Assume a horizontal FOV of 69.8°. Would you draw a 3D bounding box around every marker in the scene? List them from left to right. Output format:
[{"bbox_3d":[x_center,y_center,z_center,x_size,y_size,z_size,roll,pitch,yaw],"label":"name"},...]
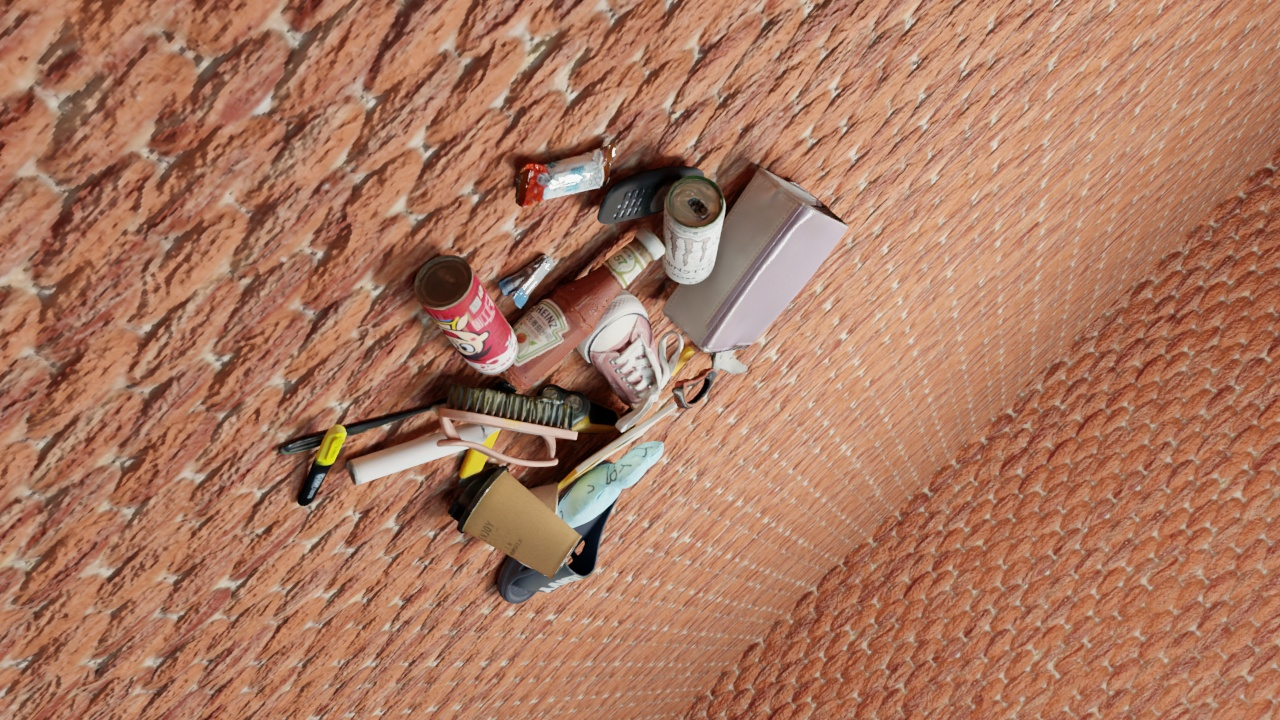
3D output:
[{"bbox_3d":[-0.300,0.102,0.860,0.018,0.015,0.124,-4,143,-41],"label":"marker"},{"bbox_3d":[0.025,0.028,1.196,0.124,0.015,0.018,-49,151,17],"label":"marker"}]

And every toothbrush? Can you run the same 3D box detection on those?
[{"bbox_3d":[-0.256,0.064,0.879,0.180,0.018,0.016,-15,149,-39],"label":"toothbrush"},{"bbox_3d":[-0.192,0.082,0.951,0.220,0.027,0.026,-17,101,-29],"label":"toothbrush"}]

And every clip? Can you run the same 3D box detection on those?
[{"bbox_3d":[-0.106,-0.079,0.869,0.058,0.044,0.027,-44,152,-9],"label":"clip"}]

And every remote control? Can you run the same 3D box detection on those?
[{"bbox_3d":[0.007,-0.163,0.886,0.136,0.024,0.053,-21,151,-40],"label":"remote control"}]

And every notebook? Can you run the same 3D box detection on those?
[{"bbox_3d":[-0.036,0.111,1.152,0.145,0.010,0.207,-33,175,-18],"label":"notebook"}]

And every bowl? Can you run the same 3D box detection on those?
[{"bbox_3d":[-0.144,0.210,1.163,0.064,0.118,0.119,7,136,-9],"label":"bowl"}]

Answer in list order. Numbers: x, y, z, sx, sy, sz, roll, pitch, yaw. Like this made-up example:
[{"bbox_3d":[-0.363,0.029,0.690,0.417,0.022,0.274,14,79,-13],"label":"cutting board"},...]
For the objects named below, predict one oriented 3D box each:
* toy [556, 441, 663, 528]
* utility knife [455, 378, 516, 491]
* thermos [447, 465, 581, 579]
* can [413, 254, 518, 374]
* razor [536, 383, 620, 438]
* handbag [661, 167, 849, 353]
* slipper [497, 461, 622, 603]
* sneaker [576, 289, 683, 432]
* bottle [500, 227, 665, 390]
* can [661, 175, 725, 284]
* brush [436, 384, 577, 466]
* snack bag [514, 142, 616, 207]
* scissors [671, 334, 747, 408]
[{"bbox_3d":[-0.047,0.159,1.175,0.157,0.050,0.161,-34,-174,38],"label":"toy"},{"bbox_3d":[-0.174,0.084,1.012,0.033,0.015,0.178,-4,136,-39],"label":"utility knife"},{"bbox_3d":[-0.144,0.190,1.072,0.093,0.143,0.093,-55,175,-8],"label":"thermos"},{"bbox_3d":[-0.153,-0.037,0.826,0.053,0.053,0.133,-38,152,-8],"label":"can"},{"bbox_3d":[-0.066,0.065,1.089,0.068,0.062,0.167,-19,165,20],"label":"razor"},{"bbox_3d":[0.132,-0.108,1.049,0.144,0.098,0.197,9,122,-55],"label":"handbag"},{"bbox_3d":[-0.103,0.261,1.290,0.268,0.083,0.110,-53,149,16],"label":"slipper"},{"bbox_3d":[-0.006,0.006,1.042,0.118,0.088,0.241,-38,153,-8],"label":"sneaker"},{"bbox_3d":[-0.062,-0.055,0.917,0.206,0.060,0.060,-41,153,-2],"label":"bottle"},{"bbox_3d":[0.051,-0.128,0.921,0.058,0.058,0.147,-38,168,-10],"label":"can"},{"bbox_3d":[-0.138,0.066,0.927,0.145,0.063,0.073,13,83,-40],"label":"brush"},{"bbox_3d":[-0.063,-0.161,0.798,0.105,0.026,0.045,-22,137,-36],"label":"snack bag"},{"bbox_3d":[0.091,-0.004,1.172,0.224,0.015,0.188,56,46,-46],"label":"scissors"}]
